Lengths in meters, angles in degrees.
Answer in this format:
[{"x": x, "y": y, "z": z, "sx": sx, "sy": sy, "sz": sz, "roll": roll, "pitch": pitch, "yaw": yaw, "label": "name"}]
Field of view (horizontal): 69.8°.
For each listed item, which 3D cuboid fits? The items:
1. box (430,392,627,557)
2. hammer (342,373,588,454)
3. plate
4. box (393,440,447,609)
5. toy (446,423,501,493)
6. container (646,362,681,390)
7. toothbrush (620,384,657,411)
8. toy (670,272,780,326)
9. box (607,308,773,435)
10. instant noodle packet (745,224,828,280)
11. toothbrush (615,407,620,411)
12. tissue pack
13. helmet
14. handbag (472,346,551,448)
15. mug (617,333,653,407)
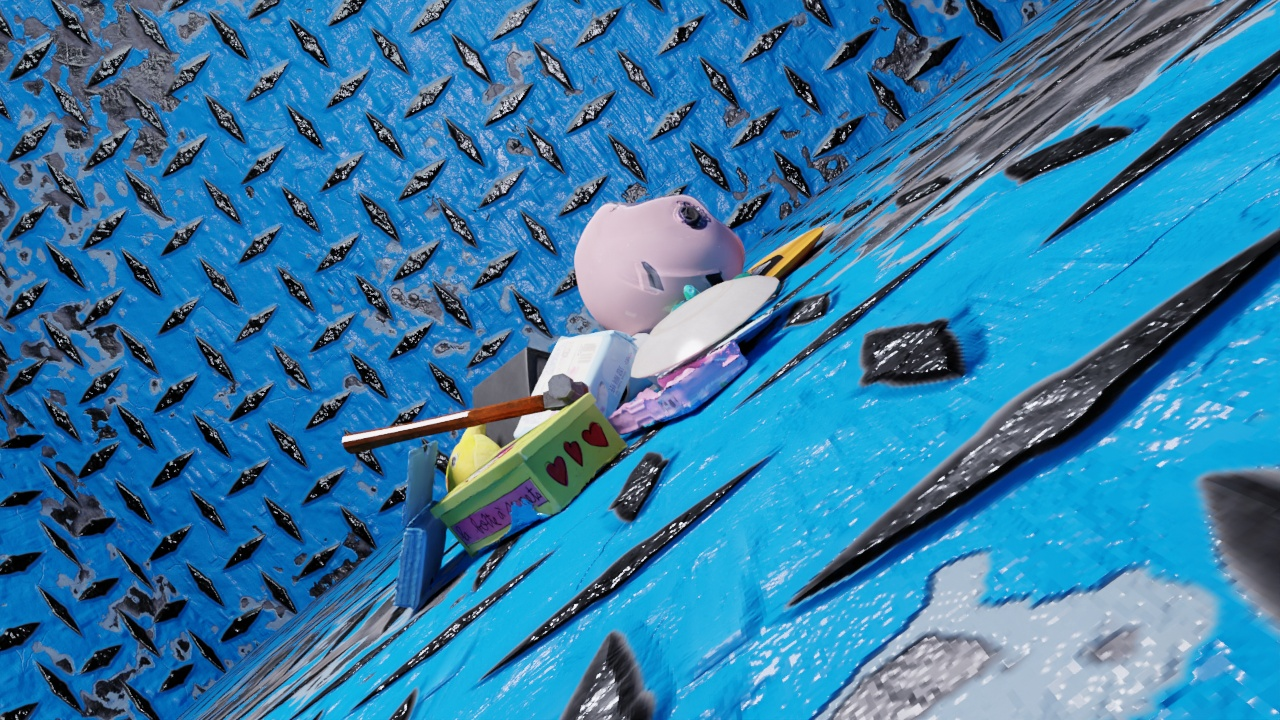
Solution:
[{"x": -0.124, "y": 0.127, "z": 0.994, "sx": 0.124, "sy": 0.081, "sz": 0.222, "roll": -42, "pitch": 3, "yaw": -40, "label": "box"}, {"x": -0.201, "y": 0.068, "z": 1.044, "sx": 0.301, "sy": 0.028, "sz": 0.111, "roll": -12, "pitch": -16, "yaw": 14, "label": "hammer"}, {"x": 0.062, "y": -0.046, "z": 0.994, "sx": 0.189, "sy": 0.027, "sz": 0.188, "roll": -33, "pitch": 10, "yaw": 7, "label": "plate"}, {"x": -0.257, "y": 0.187, "z": 1.104, "sx": 0.231, "sy": 0.033, "sz": 0.174, "roll": 175, "pitch": 101, "yaw": -85, "label": "box"}, {"x": -0.222, "y": 0.156, "z": 1.254, "sx": 0.092, "sy": 0.134, "sz": 0.207, "roll": 2, "pitch": 18, "yaw": -23, "label": "toy"}, {"x": 0.056, "y": -0.014, "z": 1.149, "sx": 0.130, "sy": 0.049, "sz": 0.080, "roll": -36, "pitch": 4, "yaw": 41, "label": "container"}, {"x": 0.040, "y": 0.020, "z": 1.217, "sx": 0.182, "sy": 0.010, "sz": 0.010, "roll": -38, "pitch": 7, "yaw": 19, "label": "toothbrush"}, {"x": 0.102, "y": -0.064, "z": 1.218, "sx": 0.130, "sy": 0.072, "sz": 0.194, "roll": 6, "pitch": -22, "yaw": -33, "label": "toy"}, {"x": 0.059, "y": 0.010, "z": 0.942, "sx": 0.159, "sy": 0.035, "sz": 0.231, "roll": -38, "pitch": 2, "yaw": -20, "label": "box"}, {"x": 0.195, "y": -0.136, "z": 1.411, "sx": 0.159, "sy": 0.032, "sz": 0.221, "roll": -42, "pitch": 4, "yaw": -10, "label": "instant noodle packet"}, {"x": -0.018, "y": 0.061, "z": 1.305, "sx": 0.016, "sy": 0.018, "sz": 0.182, "roll": -37, "pitch": 1, "yaw": 32, "label": "toothbrush"}, {"x": -0.079, "y": 0.048, "z": 1.137, "sx": 0.112, "sy": 0.070, "sz": 0.181, "roll": -3, "pitch": 56, "yaw": 47, "label": "tissue pack"}, {"x": 0.033, "y": -0.114, "z": 1.333, "sx": 0.152, "sy": 0.255, "sz": 0.231, "roll": -96, "pitch": 21, "yaw": -43, "label": "helmet"}, {"x": -0.176, "y": 0.108, "z": 1.302, "sx": 0.176, "sy": 0.072, "sz": 0.195, "roll": -32, "pitch": 50, "yaw": 49, "label": "handbag"}, {"x": -0.008, "y": 0.007, "z": 1.269, "sx": 0.089, "sy": 0.073, "sz": 0.105, "roll": -34, "pitch": -1, "yaw": -42, "label": "mug"}]
